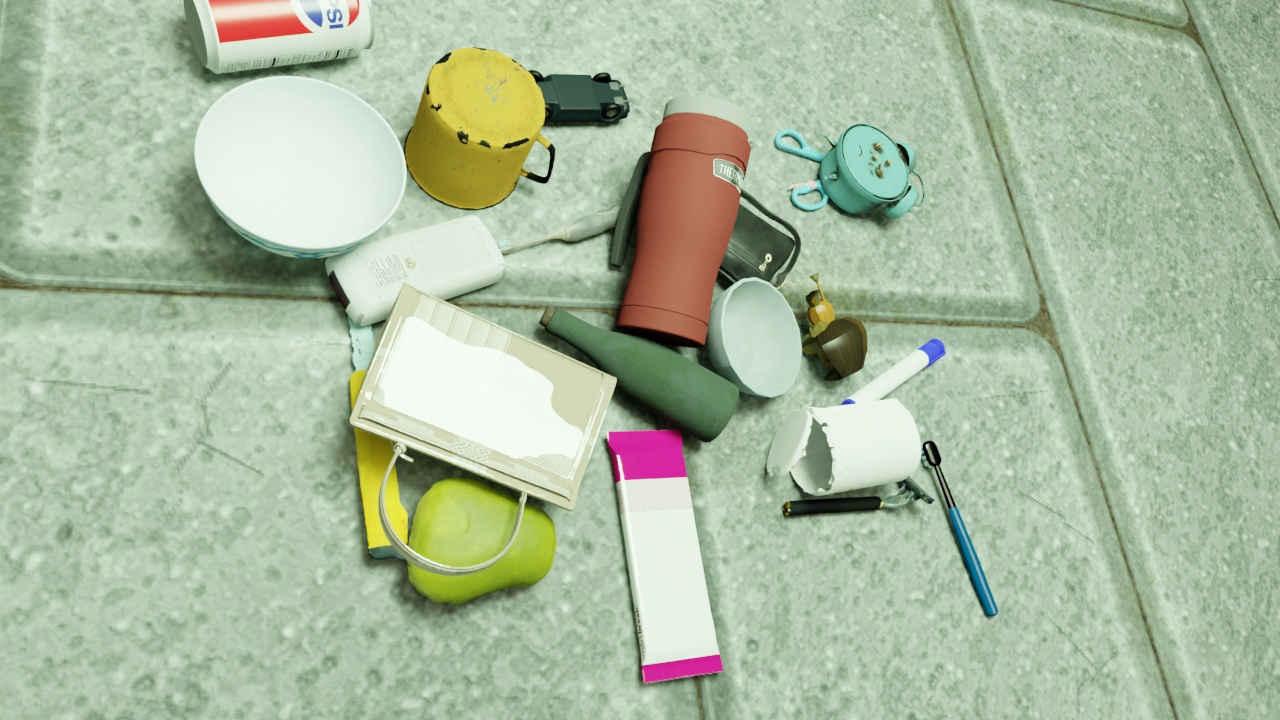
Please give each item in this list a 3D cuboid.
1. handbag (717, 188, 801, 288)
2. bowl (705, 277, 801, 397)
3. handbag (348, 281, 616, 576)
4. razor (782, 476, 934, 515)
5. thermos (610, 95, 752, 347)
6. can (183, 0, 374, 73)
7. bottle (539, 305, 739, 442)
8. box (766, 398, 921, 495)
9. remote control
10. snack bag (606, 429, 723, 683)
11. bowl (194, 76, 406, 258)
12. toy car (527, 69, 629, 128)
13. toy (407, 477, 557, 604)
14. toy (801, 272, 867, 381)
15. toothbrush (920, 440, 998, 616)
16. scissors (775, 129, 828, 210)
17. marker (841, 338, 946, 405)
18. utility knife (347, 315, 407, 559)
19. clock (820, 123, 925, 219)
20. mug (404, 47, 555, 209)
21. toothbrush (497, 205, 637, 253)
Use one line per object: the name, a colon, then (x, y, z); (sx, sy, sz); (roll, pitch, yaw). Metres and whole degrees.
handbag: (0.084, -0.108, 0.849); (0.128, 0.054, 0.079); (33, 63, -11)
bowl: (0.094, -0.017, 0.811); (0.106, 0.039, 0.106); (13, 71, -40)
handbag: (-0.119, 0.061, 0.644); (0.175, 0.062, 0.197); (25, 43, -16)
razor: (0.190, 0.126, 0.816); (0.144, 0.022, 0.043); (-4, 28, -21)
thermos: (0.028, -0.117, 0.786); (0.084, 0.108, 0.198); (20, 80, -53)
can: (-0.290, -0.276, 0.741); (0.131, 0.070, 0.070); (-19, 77, -30)
bottle: (-0.004, 0.005, 0.760); (0.174, 0.055, 0.055); (30, 59, -9)
box: (0.168, 0.071, 0.796); (0.143, 0.080, 0.089); (-8, 88, -26)
remote control: (-0.175, -0.074, 0.729); (0.138, 0.026, 0.060); (-23, 75, -32)
snack bag: (0.018, 0.149, 0.729); (0.070, 0.016, 0.196); (0, 68, -25)
bowl: (-0.256, -0.131, 0.692); (0.143, 0.074, 0.143); (9, 65, -21)
toy car: (-0.063, -0.241, 0.850); (0.112, 0.034, 0.046); (-8, 72, -28)
toy: (-0.110, 0.132, 0.658); (0.110, 0.051, 0.089); (14, 61, -20)
toy: (0.174, -0.031, 0.852); (0.100, 0.063, 0.076); (67, 23, -4)
toothbrush: (0.295, 0.155, 0.851); (0.014, 0.014, 0.167); (-14, 78, -17)
scissors: (0.192, -0.211, 0.969); (0.140, 0.015, 0.111); (-28, 83, -37)
marker: (0.247, 0.016, 0.887); (0.141, 0.020, 0.020); (-29, 82, -31)
utility knife: (-0.197, 0.039, 0.678); (0.030, 0.019, 0.223); (0, 68, -30)
clock: (0.243, -0.192, 0.947); (0.124, 0.053, 0.090); (17, 64, -23)
mug: (-0.126, -0.188, 0.763); (0.123, 0.094, 0.100); (23, 61, -14)
toothbrush: (-0.045, -0.121, 0.815); (0.185, 0.022, 0.024); (-23, 76, -29)
